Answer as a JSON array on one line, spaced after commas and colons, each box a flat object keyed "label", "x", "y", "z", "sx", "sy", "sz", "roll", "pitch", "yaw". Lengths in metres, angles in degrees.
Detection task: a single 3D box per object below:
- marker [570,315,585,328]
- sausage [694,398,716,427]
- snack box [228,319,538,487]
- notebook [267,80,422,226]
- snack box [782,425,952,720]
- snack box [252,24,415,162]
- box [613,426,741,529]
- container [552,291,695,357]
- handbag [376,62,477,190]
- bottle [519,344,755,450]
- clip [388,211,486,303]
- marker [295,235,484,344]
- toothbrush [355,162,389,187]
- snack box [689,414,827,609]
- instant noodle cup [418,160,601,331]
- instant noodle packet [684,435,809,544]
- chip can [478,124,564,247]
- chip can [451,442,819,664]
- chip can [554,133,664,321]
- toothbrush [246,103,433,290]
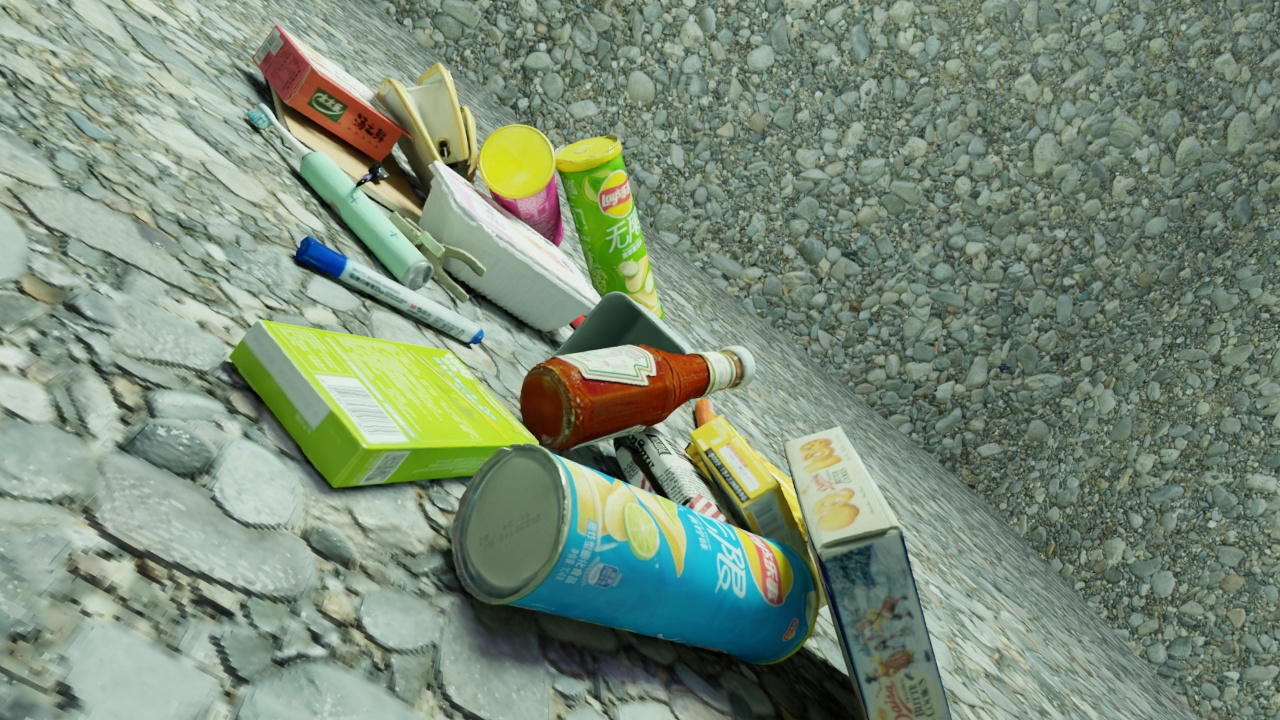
[{"label": "marker", "x": -0.093, "y": -0.072, "z": 0.967, "sx": 0.145, "sy": 0.017, "sz": 0.017, "roll": 47, "pitch": 13, "yaw": 30}, {"label": "sausage", "x": 0.070, "y": 0.068, "z": 0.948, "sx": 0.021, "sy": 0.021, "sz": 0.165, "roll": 39, "pitch": 11, "yaw": -8}, {"label": "snack box", "x": -0.121, "y": 0.023, "z": 0.464, "sx": 0.086, "sy": 0.026, "sz": 0.156, "roll": 44, "pitch": 12, "yaw": 18}, {"label": "notebook", "x": -0.280, "y": -0.203, "z": 0.875, "sx": 0.149, "sy": 0.012, "sz": 0.211, "roll": 33, "pitch": 13, "yaw": -39}, {"label": "snack box", "x": 0.136, "y": 0.150, "z": 0.542, "sx": 0.177, "sy": 0.046, "sz": 0.182, "roll": -76, "pitch": 149, "yaw": -78}, {"label": "snack box", "x": -0.287, "y": -0.244, "z": 0.859, "sx": 0.113, "sy": 0.044, "sz": 0.127, "roll": 30, "pitch": 13, "yaw": -50}, {"label": "box", "x": 0.026, "y": 0.102, "z": 0.631, "sx": 0.072, "sy": 0.060, "sz": 0.164, "roll": 59, "pitch": -2, "yaw": -37}, {"label": "container", "x": -0.005, "y": 0.005, "z": 0.779, "sx": 0.090, "sy": 0.090, "sz": 0.111, "roll": 43, "pitch": 8, "yaw": 12}, {"label": "handbag", "x": -0.195, "y": -0.204, "z": 0.929, "sx": 0.179, "sy": 0.063, "sz": 0.163, "roll": 66, "pitch": -15, "yaw": -17}, {"label": "bottle", "x": 0.008, "y": 0.017, "z": 0.652, "sx": 0.205, "sy": 0.060, "sz": 0.060, "roll": -10, "pitch": 47, "yaw": -46}, {"label": "clip", "x": -0.172, "y": -0.087, "z": 0.715, "sx": 0.102, "sy": 0.035, "sz": 0.094, "roll": 38, "pitch": 9, "yaw": 11}, {"label": "marker", "x": -0.162, "y": -0.043, "z": 0.614, "sx": 0.145, "sy": 0.017, "sz": 0.017, "roll": 30, "pitch": 15, "yaw": -44}, {"label": "toothbrush", "x": -0.220, "y": -0.150, "z": 0.755, "sx": 0.017, "sy": 0.014, "sz": 0.189, "roll": 53, "pitch": 0, "yaw": -19}, {"label": "snack box", "x": 0.086, "y": 0.114, "z": 0.657, "sx": 0.087, "sy": 0.033, "sz": 0.140, "roll": 54, "pitch": -9, "yaw": 53}, {"label": "instant noodle cup", "x": -0.124, "y": -0.092, "z": 0.824, "sx": 0.173, "sy": 0.060, "sz": 0.138, "roll": 32, "pitch": 13, "yaw": -36}, {"label": "instant noodle packet", "x": 0.108, "y": 0.118, "z": 0.819, "sx": 0.128, "sy": 0.044, "sz": 0.110, "roll": 41, "pitch": 17, "yaw": 25}, {"label": "chip can", "x": -0.118, "y": -0.167, "z": 0.949, "sx": 0.071, "sy": 0.071, "sz": 0.211, "roll": 41, "pitch": -9, "yaw": 5}, {"label": "chip can", "x": 0.008, "y": 0.104, "z": 0.459, "sx": 0.210, "sy": 0.071, "sz": 0.071, "roll": 29, "pitch": 16, "yaw": -45}, {"label": "chip can", "x": -0.030, "y": -0.125, "z": 0.985, "sx": 0.072, "sy": 0.072, "sz": 0.221, "roll": -122, "pitch": -166, "yaw": -58}, {"label": "toothbrush", "x": -0.234, "y": -0.132, "z": 0.703, "sx": 0.224, "sy": 0.027, "sz": 0.026, "roll": 45, "pitch": -24, "yaw": 20}]
